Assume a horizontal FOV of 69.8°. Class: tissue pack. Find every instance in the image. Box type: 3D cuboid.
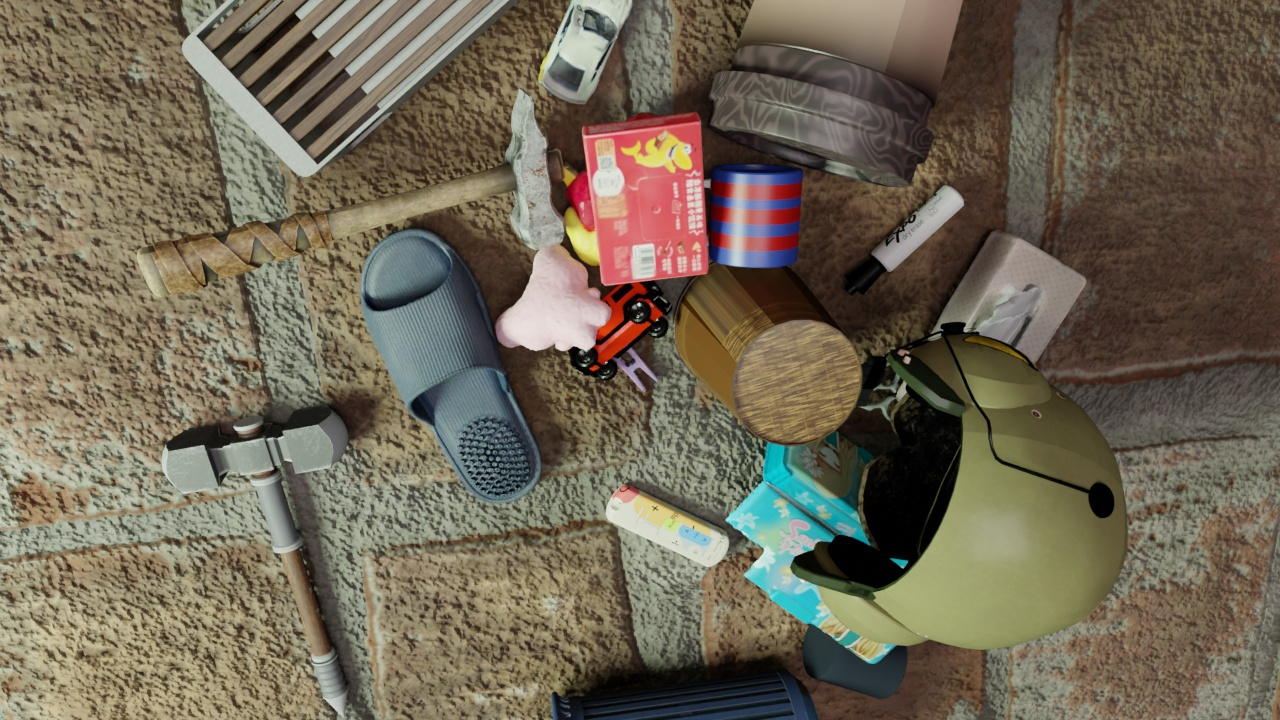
[{"bbox_3d":[0.317,-0.018,0.832,0.104,0.071,0.181,25,105,-22],"label":"tissue pack"}]

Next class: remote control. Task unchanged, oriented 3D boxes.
[{"bbox_3d":[0.027,0.159,0.882,0.125,0.018,0.038,27,103,-13],"label":"remote control"}]

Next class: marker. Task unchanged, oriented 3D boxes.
[{"bbox_3d":[0.232,-0.104,0.818,0.126,0.025,0.025,-43,108,7],"label":"marker"}]

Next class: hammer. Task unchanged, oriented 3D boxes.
[{"bbox_3d":[-0.314,0.201,0.842,0.156,0.043,0.322,-10,112,-4],"label":"hammer"},{"bbox_3d":[-0.210,-0.111,0.698,0.318,0.049,0.122,-18,124,-14],"label":"hammer"}]

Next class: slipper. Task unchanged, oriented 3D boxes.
[{"bbox_3d":[-0.161,0.020,0.778,0.101,0.082,0.264,-21,110,2],"label":"slipper"}]

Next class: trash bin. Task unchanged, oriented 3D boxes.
[{"bbox_3d":[0.044,0.381,0.896,0.249,0.139,0.139,-5,109,-8],"label":"trash bin"},{"bbox_3d":[-0.190,-0.255,0.665,0.229,0.114,0.114,-39,109,6],"label":"trash bin"}]

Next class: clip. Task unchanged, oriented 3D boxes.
[{"bbox_3d":[-0.009,0.007,0.830,0.037,0.013,0.053,-25,107,1],"label":"clip"}]

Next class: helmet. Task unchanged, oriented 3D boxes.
[{"bbox_3d":[0.247,0.105,0.722,0.233,0.255,0.250,19,104,-11],"label":"helmet"}]

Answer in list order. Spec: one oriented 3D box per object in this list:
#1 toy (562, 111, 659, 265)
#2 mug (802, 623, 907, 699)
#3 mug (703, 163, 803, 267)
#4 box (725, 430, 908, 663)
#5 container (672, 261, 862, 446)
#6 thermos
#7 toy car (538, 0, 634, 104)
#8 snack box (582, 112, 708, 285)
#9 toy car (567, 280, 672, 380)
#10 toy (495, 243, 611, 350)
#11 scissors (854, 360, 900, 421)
[{"bbox_3d":[-0.016,-0.141,0.760,0.105,0.067,0.138,20,117,-11],"label":"toy"},{"bbox_3d":[0.220,0.279,0.925,0.077,0.071,0.105,21,83,-13],"label":"mug"},{"bbox_3d":[0.078,-0.125,0.773,0.112,0.074,0.076,7,109,18],"label":"mug"},{"bbox_3d":[0.192,0.163,0.847,0.227,0.084,0.172,36,73,-16],"label":"box"},{"bbox_3d":[0.105,-0.008,0.757,0.132,0.167,0.132,-2,108,-7],"label":"container"},{"bbox_3d":[0.161,-0.263,0.688,0.172,0.172,0.226,15,99,-12],"label":"thermos"},{"bbox_3d":[-0.043,-0.257,0.728,0.048,0.033,0.105,23,103,-13],"label":"toy car"},{"bbox_3d":[0.006,-0.124,0.722,0.089,0.021,0.133,-7,127,-1],"label":"snack box"},{"bbox_3d":[-0.020,-0.029,0.795,0.100,0.051,0.049,-40,64,8],"label":"toy car"},{"bbox_3d":[-0.067,-0.043,0.764,0.096,0.052,0.099,28,86,28],"label":"toy"},{"bbox_3d":[0.194,0.046,0.852,0.171,0.014,0.090,-25,106,-17],"label":"scissors"}]
